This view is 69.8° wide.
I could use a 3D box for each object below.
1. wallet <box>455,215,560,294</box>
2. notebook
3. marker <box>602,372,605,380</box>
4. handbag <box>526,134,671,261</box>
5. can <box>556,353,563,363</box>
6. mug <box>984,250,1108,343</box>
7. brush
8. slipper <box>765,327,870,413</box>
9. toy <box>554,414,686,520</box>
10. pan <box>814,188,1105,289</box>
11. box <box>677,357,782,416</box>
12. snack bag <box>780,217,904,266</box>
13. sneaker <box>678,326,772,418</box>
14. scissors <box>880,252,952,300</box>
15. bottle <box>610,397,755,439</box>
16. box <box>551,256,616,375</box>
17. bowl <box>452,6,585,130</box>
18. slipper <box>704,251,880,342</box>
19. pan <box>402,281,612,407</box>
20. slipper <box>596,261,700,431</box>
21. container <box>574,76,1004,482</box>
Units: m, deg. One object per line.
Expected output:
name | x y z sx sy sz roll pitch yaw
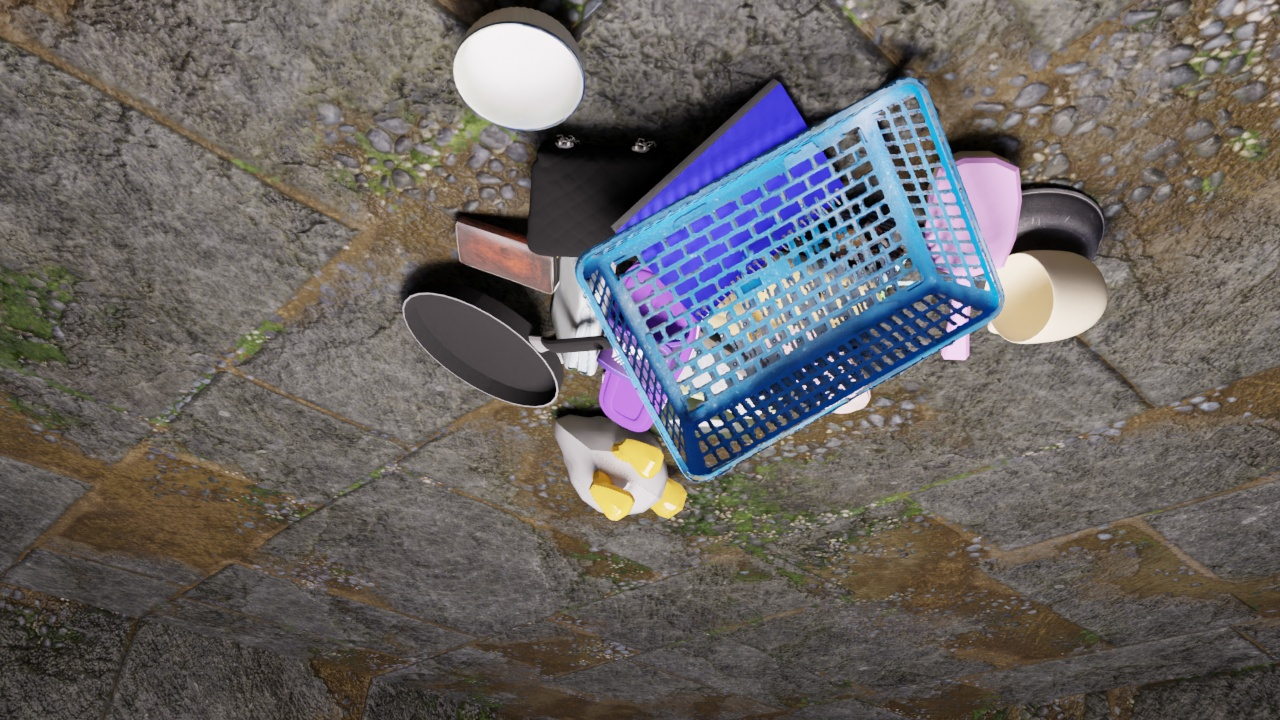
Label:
wallet | -0.153 -0.122 1.060 0.123 0.019 0.072 20 143 10
notebook | 0.097 -0.153 0.938 0.209 0.022 0.171 -41 132 6
marker | 0.013 0.030 1.301 0.133 0.023 0.027 1 167 3
handbag | -0.038 -0.179 0.969 0.154 0.114 0.125 5 122 3
can | -0.103 -0.015 1.237 0.095 0.032 0.032 -24 137 34
mug | 0.437 -0.063 0.992 0.099 0.096 0.120 -5 153 -24
brush | 0.343 -0.108 0.971 0.089 0.043 0.229 2 120 11
slipper | 0.216 -0.027 1.165 0.094 0.064 0.239 -18 127 34
toy | -0.030 0.164 1.399 0.246 0.141 0.267 36 177 0
pan | 0.343 -0.130 1.027 0.356 0.055 0.188 4 145 -8
box | 0.096 0.024 1.250 0.188 0.091 0.083 14 161 -10
snack bag | 0.208 -0.124 1.023 0.074 0.018 0.155 31 156 -37
sneaker | 0.079 -0.016 1.168 0.235 0.087 0.089 33 135 6
scissors | 0.275 -0.089 1.075 0.160 0.024 0.172 19 160 4
bottle | 0.061 0.075 1.321 0.207 0.071 0.072 1 146 3
box | -0.052 -0.059 1.098 0.083 0.122 0.216 -14 161 -16
bowl | -0.107 -0.274 0.833 0.118 0.062 0.118 2 146 1
slipper | 0.139 -0.070 1.050 0.262 0.079 0.111 7 129 18
pan | -0.153 -0.021 1.127 0.357 0.034 0.225 -3 138 46
slipper | -0.006 0.006 1.109 0.107 0.083 0.267 29 138 11
container | 0.142 -0.078 0.893 0.362 0.089 0.257 -29 109 -2
